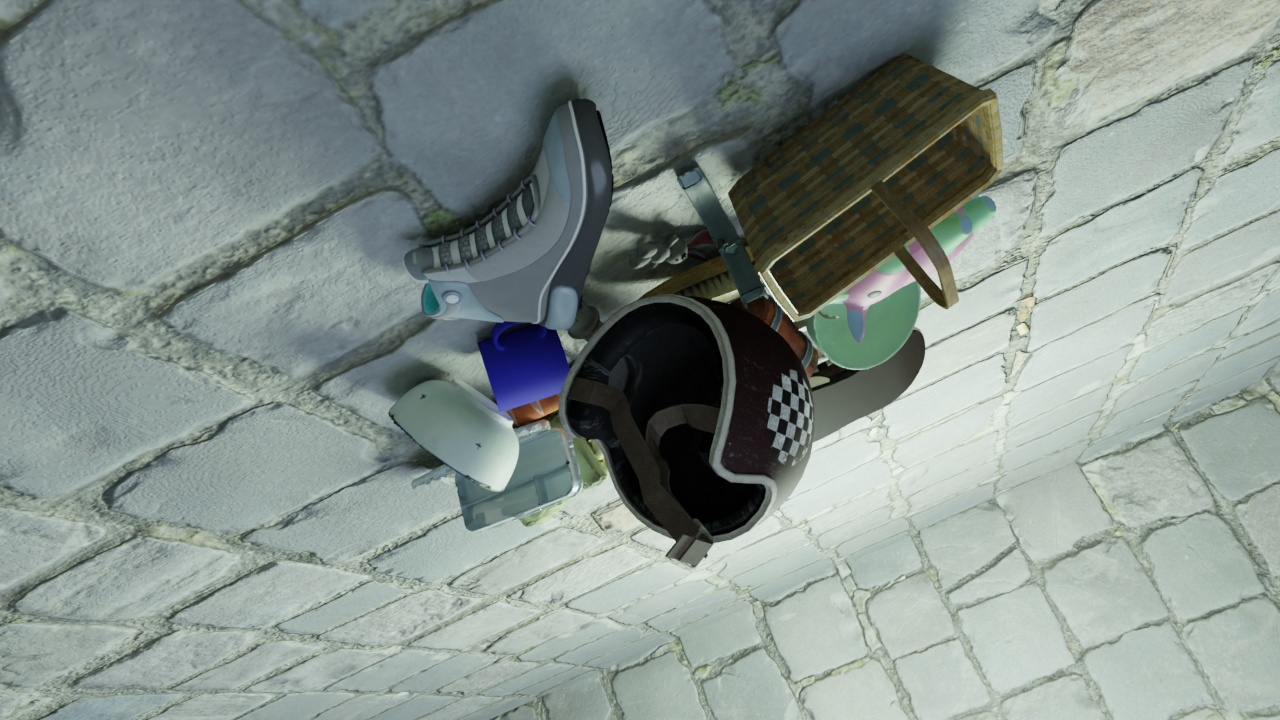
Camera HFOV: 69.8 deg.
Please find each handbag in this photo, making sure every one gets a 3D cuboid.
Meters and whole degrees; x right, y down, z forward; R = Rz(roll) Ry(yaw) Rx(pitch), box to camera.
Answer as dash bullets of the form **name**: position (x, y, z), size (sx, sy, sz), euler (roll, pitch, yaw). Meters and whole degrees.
- **handbag**: position (-0.115, 0.148, 1.260), size (0.116, 0.113, 0.187), euler (-14, 160, -47)

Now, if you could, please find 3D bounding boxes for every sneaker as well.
- **sneaker**: position (-0.118, -0.114, 0.777), size (0.160, 0.093, 0.257), euler (-4, 149, -15)
- **sneaker**: position (0.285, 0.028, 1.359), size (0.293, 0.116, 0.112), euler (-31, 121, -17)

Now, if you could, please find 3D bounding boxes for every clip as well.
- **clip**: position (0.073, -0.133, 0.881), size (0.031, 0.168, 0.164), euler (-27, 113, 8)

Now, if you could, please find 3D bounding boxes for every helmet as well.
- **helmet**: position (0.047, 0.058, 0.850), size (0.234, 0.233, 0.253), euler (11, 169, 40)

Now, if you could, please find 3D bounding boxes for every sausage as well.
- **sausage**: position (-0.128, 0.051, 1.124), size (0.164, 0.039, 0.044), euler (-24, 180, 5)

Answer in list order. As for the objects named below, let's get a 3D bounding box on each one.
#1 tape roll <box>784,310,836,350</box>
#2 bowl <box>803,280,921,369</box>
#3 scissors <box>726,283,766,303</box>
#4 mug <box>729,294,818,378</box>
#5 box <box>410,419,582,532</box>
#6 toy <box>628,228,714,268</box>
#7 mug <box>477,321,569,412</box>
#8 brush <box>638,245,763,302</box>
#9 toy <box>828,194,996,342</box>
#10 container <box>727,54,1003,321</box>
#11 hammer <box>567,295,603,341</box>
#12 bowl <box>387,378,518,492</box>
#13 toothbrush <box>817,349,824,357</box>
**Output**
- **tape roll**: position (0.218, -0.039, 1.230), size (0.093, 0.030, 0.094), euler (-18, 154, -9)
- **bowl**: position (0.257, -0.070, 1.116), size (0.150, 0.077, 0.151), euler (-7, 110, -20)
- **scissors**: position (0.128, -0.083, 1.078), size (0.137, 0.055, 0.015), euler (-32, 109, 34)
- **mug**: position (0.151, -0.030, 1.119), size (0.081, 0.117, 0.111), euler (-45, 123, 9)
- **box**: position (-0.182, 0.159, 1.174), size (0.211, 0.105, 0.129), euler (-28, 170, 37)
- **toy**: position (0.034, -0.114, 0.945), size (0.111, 0.030, 0.049), euler (-16, 157, -43)
- **mug**: position (-0.126, -0.005, 0.984), size (0.083, 0.079, 0.111), euler (-18, 136, -8)
- **brush**: position (0.082, -0.084, 1.006), size (0.195, 0.043, 0.059), euler (-23, 172, -9)
- **toy**: position (0.287, -0.127, 1.009), size (0.221, 0.120, 0.172), euler (-28, 170, -44)
- **container**: position (0.225, -0.132, 0.843), size (0.250, 0.186, 0.157), euler (-37, 152, 9)
- **hammer**: position (-0.006, 0.006, 1.032), size (0.101, 0.190, 0.325), euler (-31, 135, 19)
- **bowl**: position (-0.194, 0.072, 1.016), size (0.073, 0.153, 0.153), euler (-53, 152, -2)
- **toothbrush**: position (0.203, 0.016, 1.342), size (0.181, 0.015, 0.018), euler (-27, 161, 11)
